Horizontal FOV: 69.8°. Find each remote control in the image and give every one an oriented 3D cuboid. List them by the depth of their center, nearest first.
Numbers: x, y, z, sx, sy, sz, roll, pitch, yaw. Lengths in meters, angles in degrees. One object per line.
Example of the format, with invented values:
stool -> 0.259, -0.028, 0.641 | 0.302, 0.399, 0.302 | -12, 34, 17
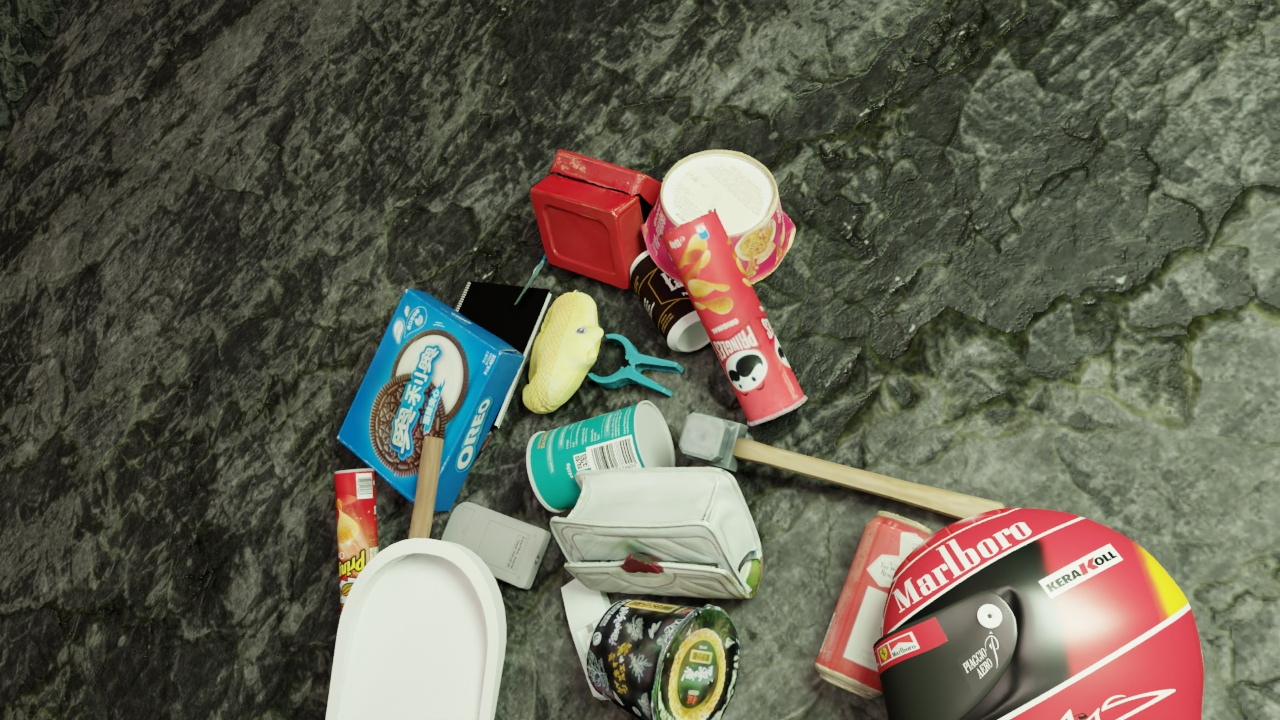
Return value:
remote control -> -0.051, 0.308, 1.032 | 0.050, 0.024, 0.143 | -33, 56, 13
remote control -> -0.184, 0.228, 1.148 | 0.151, 0.019, 0.074 | 13, 75, 33

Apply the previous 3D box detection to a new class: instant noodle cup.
instant noodle cup -> 0.018, 0.307, 0.936 | 0.112, 0.137, 0.137 | 4, 70, 42
instant noodle cup -> 0.093, -0.177, 1.098 | 0.178, 0.078, 0.178 | -1, 58, 2

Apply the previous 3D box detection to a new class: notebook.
notebook -> -0.219, -0.013, 1.271 | 0.149, 0.016, 0.206 | 8, 68, 30

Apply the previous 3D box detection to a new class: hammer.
hammer -> 0.201, 0.116, 0.940 | 0.323, 0.117, 0.051 | 13, 84, 24
hammer -> -0.281, 0.257, 1.130 | 0.098, 0.052, 0.328 | 6, 83, 23

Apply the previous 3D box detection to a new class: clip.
clip -> -0.004, -0.008, 1.153 | 0.130, 0.031, 0.121 | -6, 61, 28

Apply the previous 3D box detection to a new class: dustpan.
dustpan -> -0.256, 0.336, 1.055 | 0.191, 0.053, 0.257 | 7, 78, 7

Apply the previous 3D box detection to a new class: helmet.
helmet -> 0.304, 0.241, 0.752 | 0.271, 0.197, 0.224 | -35, 63, 11

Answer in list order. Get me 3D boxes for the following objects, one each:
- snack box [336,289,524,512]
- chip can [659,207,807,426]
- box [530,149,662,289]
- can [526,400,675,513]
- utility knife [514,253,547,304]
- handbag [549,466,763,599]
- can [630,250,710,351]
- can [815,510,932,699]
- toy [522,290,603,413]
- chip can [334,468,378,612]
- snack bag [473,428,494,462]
snack box -> -0.282, 0.050, 1.217 | 0.196, 0.056, 0.239 | 31, 99, 30
chip can -> 0.101, -0.047, 1.007 | 0.073, 0.073, 0.233 | -25, 92, 18
box -> -0.055, -0.183, 1.205 | 0.157, 0.147, 0.156 | 25, 93, 35
can -> -0.046, 0.114, 1.072 | 0.144, 0.099, 0.099 | -18, 60, 22
utility knife -> -0.118, -0.170, 1.282 | 0.015, 0.031, 0.224 | 28, 78, 3
handbag -> 0.017, 0.194, 0.977 | 0.199, 0.142, 0.095 | -6, 35, 28
can -> 0.041, -0.075, 1.127 | 0.072, 0.072, 0.128 | -37, 55, 10
can -> 0.226, 0.234, 0.882 | 0.067, 0.067, 0.170 | 15, 76, 34
toy -> -0.100, -0.014, 1.175 | 0.155, 0.064, 0.170 | -12, 58, 54
chip can -> -0.363, 0.249, 1.182 | 0.052, 0.051, 0.214 | -9, 82, 26
snack bag -> -0.266, 0.090, 1.259 | 0.155, 0.018, 0.074 | 35, 87, 36
